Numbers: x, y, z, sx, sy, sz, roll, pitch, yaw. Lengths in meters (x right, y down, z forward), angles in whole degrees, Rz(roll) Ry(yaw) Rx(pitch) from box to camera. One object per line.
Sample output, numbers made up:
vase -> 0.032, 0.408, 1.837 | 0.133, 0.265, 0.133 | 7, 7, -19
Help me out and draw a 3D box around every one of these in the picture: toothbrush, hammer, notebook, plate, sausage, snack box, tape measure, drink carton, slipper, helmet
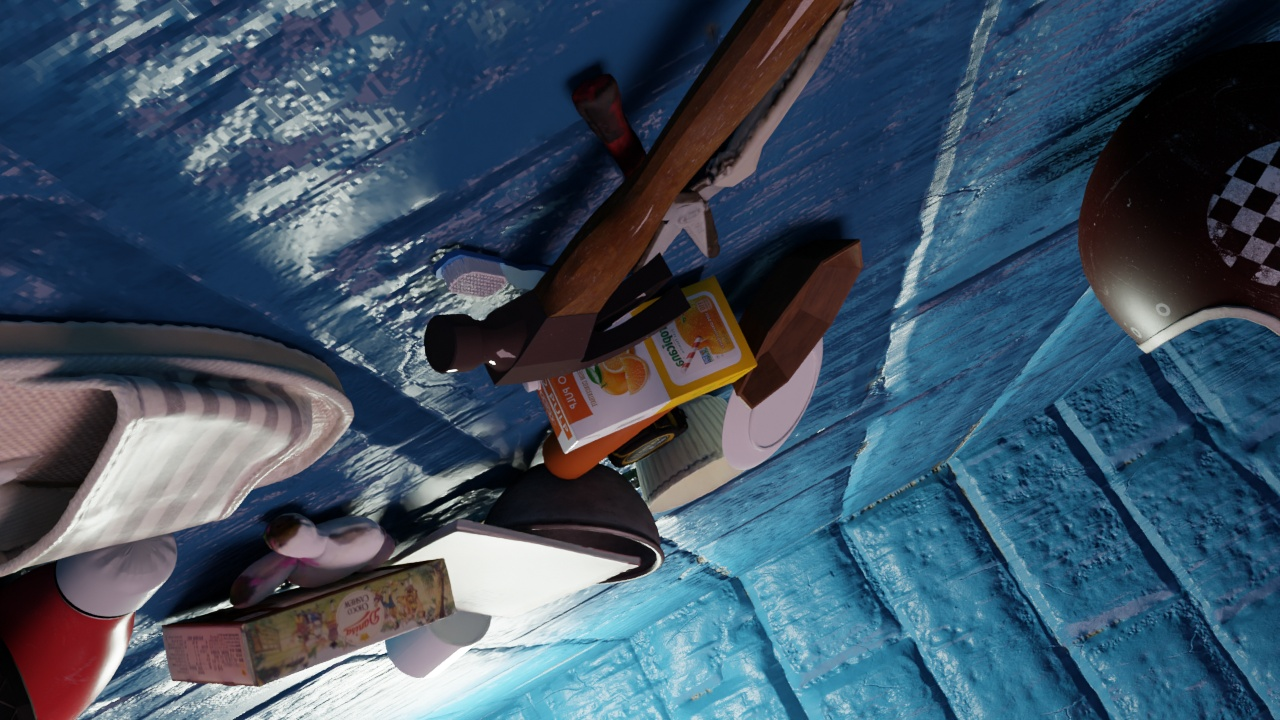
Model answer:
toothbrush -> -0.040, -0.036, 0.456 | 0.016, 0.014, 0.166 | -38, 160, 24
hammer -> 0.024, -0.088, 0.339 | 0.115, 0.033, 0.324 | -9, 152, -41
notebook -> -0.120, 0.170, 0.722 | 0.153, 0.012, 0.209 | 19, 146, -30
plate -> 0.095, -0.028, 0.593 | 0.131, 0.025, 0.131 | -44, 158, -23
sausage -> -0.007, 0.032, 0.635 | 0.165, 0.039, 0.044 | -37, 160, 23
snack box -> -0.227, 0.178, 0.630 | 0.143, 0.041, 0.146 | -18, 174, 43
tape measure -> -0.001, 0.056, 0.714 | 0.062, 0.034, 0.061 | -37, 162, 19
drink carton -> -0.003, 0.003, 0.527 | 0.122, 0.058, 0.040 | -22, 171, -19
slipper -> -0.216, 0.032, 0.330 | 0.115, 0.054, 0.272 | -41, 157, 18
helmet -> 0.437, -0.088, 0.623 | 0.232, 0.253, 0.234 | -29, 143, -53
plate -> 0.110, 0.027, 0.720 | 0.134, 0.011, 0.135 | -32, 137, -37

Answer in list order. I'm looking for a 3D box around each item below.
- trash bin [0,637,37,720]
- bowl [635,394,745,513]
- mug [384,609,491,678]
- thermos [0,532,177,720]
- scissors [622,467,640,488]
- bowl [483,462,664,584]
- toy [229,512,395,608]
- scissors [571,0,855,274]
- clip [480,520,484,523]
trash bin -> -0.365, 0.187, 0.338 | 0.184, 0.184, 0.209 | -39, 164, 28
bowl -> 0.043, 0.075, 0.781 | 0.115, 0.062, 0.115 | -26, 161, -10
mug -> -0.191, 0.252, 0.913 | 0.091, 0.074, 0.110 | -45, -179, 39
thermos -> -0.303, 0.147, 0.464 | 0.240, 0.073, 0.073 | -40, 158, 28
scissors -> -0.067, 0.152, 0.864 | 0.204, 0.015, 0.202 | -20, 158, -42
bowl -> -0.054, 0.123, 0.718 | 0.145, 0.067, 0.145 | 1, 150, 0
toy -> -0.207, 0.126, 0.600 | 0.079, 0.038, 0.122 | -41, 157, 14
scissors -> 0.029, -0.091, 0.407 | 0.180, 0.015, 0.198 | -37, 160, 23
clip -> -0.129, 0.158, 0.807 | 0.048, 0.046, 0.054 | 12, 140, -26
